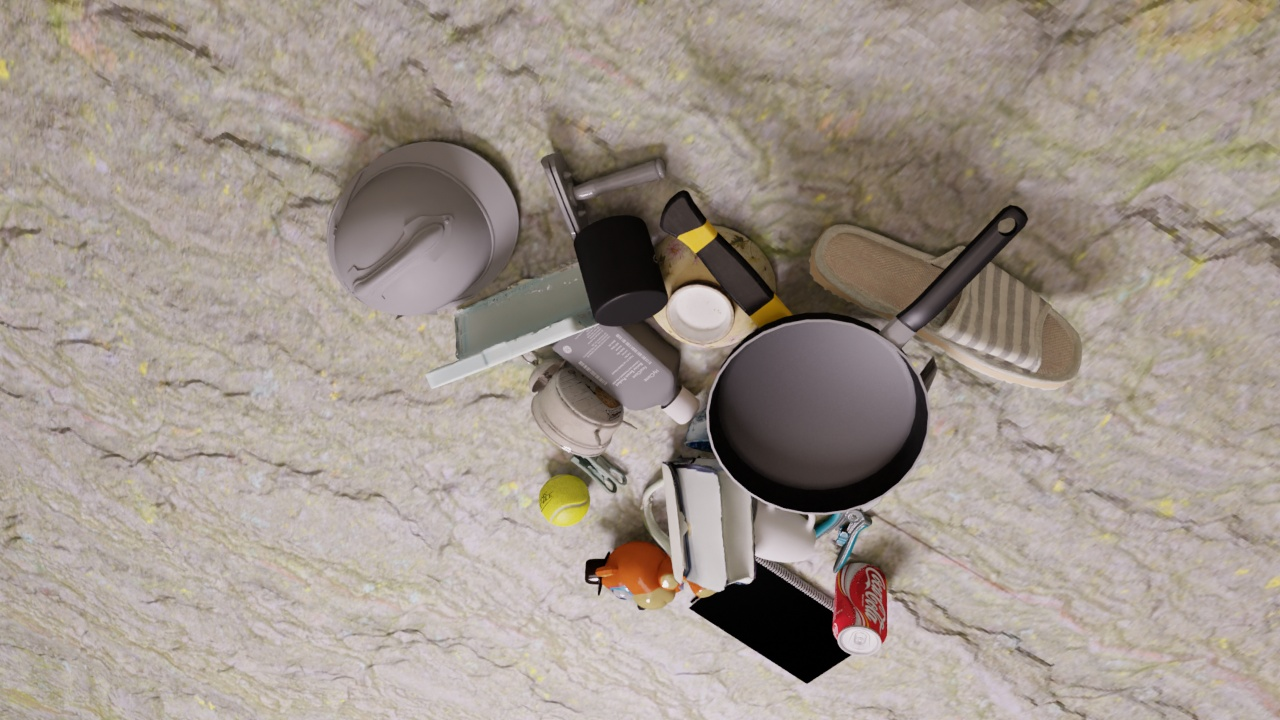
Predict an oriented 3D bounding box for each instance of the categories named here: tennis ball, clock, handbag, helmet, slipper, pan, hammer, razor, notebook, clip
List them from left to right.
[{"bbox_3d":[-0.261,-0.111,0.984,0.272,0.117,0.183,-28,112,31],"label":"helmet"},{"bbox_3d":[-0.096,0.178,1.165,0.065,0.065,0.065,7,124,10],"label":"tennis ball"},{"bbox_3d":[-0.081,0.039,1.059,0.157,0.103,0.061,45,119,15],"label":"clock"},{"bbox_3d":[-0.052,0.137,1.153,0.076,0.023,0.043,42,125,-11],"label":"clip"},{"bbox_3d":[-0.031,-0.179,0.928,0.116,0.047,0.088,-14,119,14],"label":"razor"},{"bbox_3d":[0.050,0.190,1.098,0.176,0.073,0.151,0,94,51],"label":"handbag"},{"bbox_3d":[0.190,0.347,1.232,0.206,0.016,0.149,34,126,-9],"label":"notebook"},{"bbox_3d":[0.138,-0.034,0.874,0.170,0.034,0.324,-38,105,23],"label":"hammer"},{"bbox_3d":[0.209,-0.003,0.836,0.204,0.044,0.357,36,115,-8],"label":"pan"},{"bbox_3d":[0.293,-0.059,0.876,0.273,0.114,0.054,26,145,7],"label":"slipper"}]

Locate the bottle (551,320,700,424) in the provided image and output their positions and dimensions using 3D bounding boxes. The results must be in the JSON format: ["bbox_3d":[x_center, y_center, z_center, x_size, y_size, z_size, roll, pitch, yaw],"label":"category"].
[{"bbox_3d":[-0.006,0.006,1.038,0.174,0.046,0.084,41,124,-13],"label":"bottle"}]

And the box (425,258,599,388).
[{"bbox_3d":[-0.139,-0.039,0.997,0.198,0.126,0.074,-20,144,25],"label":"box"}]

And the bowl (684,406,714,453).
[{"bbox_3d":[0.109,0.072,1.033,0.114,0.060,0.114,7,169,1],"label":"bowl"}]

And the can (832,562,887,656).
[{"bbox_3d":[0.270,0.304,1.126,0.064,0.104,0.064,7,124,10],"label":"can"}]

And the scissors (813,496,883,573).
[{"bbox_3d":[0.243,0.208,1.123,0.125,0.019,0.156,-8,119,18],"label":"scissors"}]

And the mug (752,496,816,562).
[{"bbox_3d":[0.171,0.196,1.102,0.089,0.071,0.107,23,129,-13],"label":"mug"}]

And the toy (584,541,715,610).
[{"bbox_3d":[0.016,0.274,1.183,0.176,0.096,0.112,11,166,11],"label":"toy"}]

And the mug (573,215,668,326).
[{"bbox_3d":[-0.019,-0.084,0.951,0.078,0.088,0.114,-15,160,-3],"label":"mug"}]

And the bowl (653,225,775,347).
[{"bbox_3d":[0.067,-0.063,0.962,0.145,0.063,0.145,7,124,11],"label":"bowl"}]
